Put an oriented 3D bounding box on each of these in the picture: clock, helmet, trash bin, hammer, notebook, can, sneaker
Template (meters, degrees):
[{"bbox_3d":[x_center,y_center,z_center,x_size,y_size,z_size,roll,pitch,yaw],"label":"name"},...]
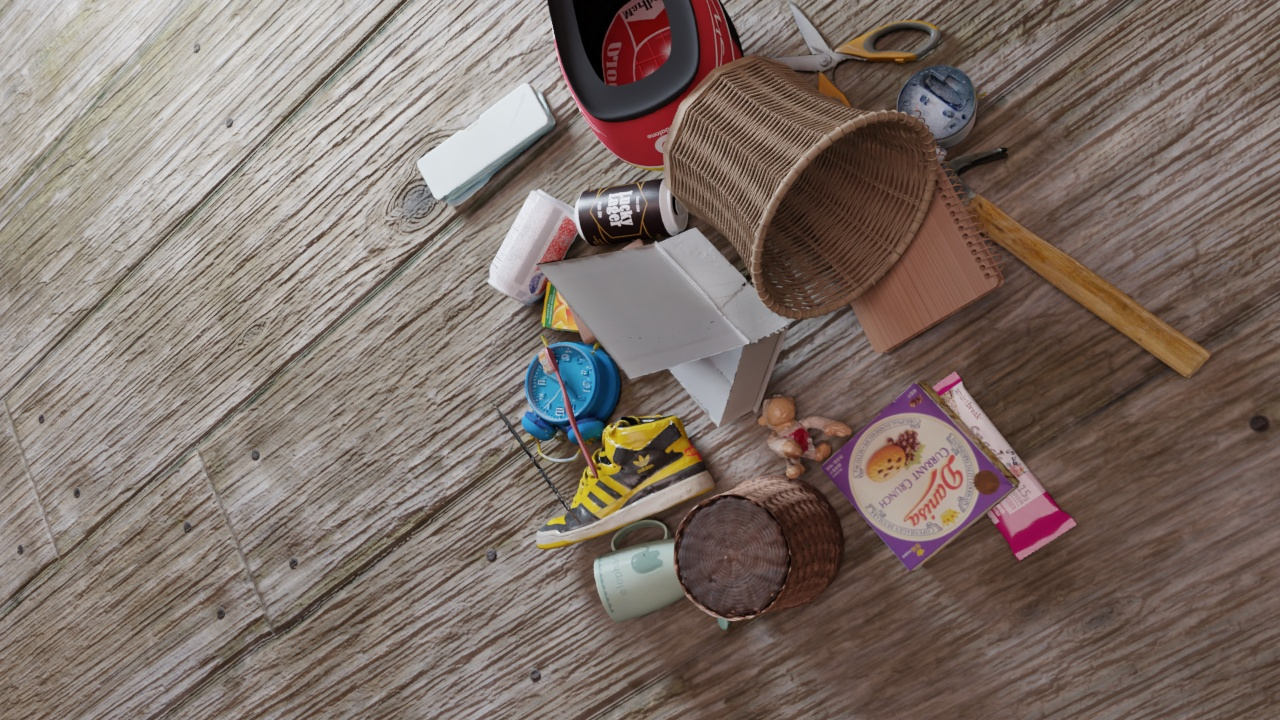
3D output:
[{"bbox_3d":[-0.090,0.049,1.153,0.117,0.060,0.161,2,81,23],"label":"clock"},{"bbox_3d":[0.013,-0.353,1.056,0.198,0.224,0.271,-19,90,19],"label":"helmet"},{"bbox_3d":[0.120,0.199,0.966,0.151,0.210,0.151,-3,83,24],"label":"trash bin"},{"bbox_3d":[0.434,-0.099,0.956,0.330,0.033,0.132,42,101,21],"label":"hammer"},{"bbox_3d":[0.280,-0.137,0.997,0.170,0.022,0.210,-36,70,40],"label":"notebook"},{"bbox_3d":[0.317,-0.264,1.008,0.083,0.057,0.118,45,103,20],"label":"clock"},{"bbox_3d":[-0.012,-0.183,1.136,0.129,0.071,0.072,-4,83,23],"label":"can"},{"bbox_3d":[-0.038,0.141,1.108,0.239,0.086,0.122,-23,82,16],"label":"sneaker"},{"bbox_3d":[-0.136,-0.146,1.184,0.078,0.078,0.136,33,98,23],"label":"can"}]

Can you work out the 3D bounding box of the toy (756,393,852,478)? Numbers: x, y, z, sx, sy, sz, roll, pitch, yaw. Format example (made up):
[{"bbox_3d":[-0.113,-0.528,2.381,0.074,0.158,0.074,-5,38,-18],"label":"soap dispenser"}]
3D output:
[{"bbox_3d":[0.176,0.074,1.037,0.085,0.074,0.106,-26,49,-12],"label":"toy"}]

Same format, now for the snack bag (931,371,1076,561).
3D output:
[{"bbox_3d":[0.366,0.109,0.972,0.070,0.016,0.196,-38,71,15],"label":"snack bag"}]

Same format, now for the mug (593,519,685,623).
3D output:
[{"bbox_3d":[0.006,0.242,1.089,0.104,0.084,0.111,-21,51,10],"label":"mug"}]

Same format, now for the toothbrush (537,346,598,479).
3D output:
[{"bbox_3d":[-0.085,0.062,1.097,0.016,0.015,0.184,-34,63,19],"label":"toothbrush"}]

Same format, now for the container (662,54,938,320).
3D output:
[{"bbox_3d":[0.153,-0.190,0.953,0.227,0.226,0.196,-51,50,11],"label":"container"}]

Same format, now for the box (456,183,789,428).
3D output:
[{"bbox_3d":[0.024,-0.061,0.918,0.149,0.412,0.167,-45,62,8],"label":"box"}]

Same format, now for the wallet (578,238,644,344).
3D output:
[{"bbox_3d":[-0.034,-0.084,1.122,0.121,0.013,0.087,-30,70,16],"label":"wallet"}]

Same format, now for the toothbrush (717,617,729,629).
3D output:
[{"bbox_3d":[0.086,0.249,1.084,0.022,0.017,0.135,-18,75,22],"label":"toothbrush"}]

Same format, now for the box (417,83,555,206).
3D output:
[{"bbox_3d":[-0.208,-0.291,1.246,0.199,0.070,0.085,-32,54,16],"label":"box"}]

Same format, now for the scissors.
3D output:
[{"bbox_3d":[0.241,-0.346,1.072,0.226,0.016,0.225,-26,73,20],"label":"scissors"}]

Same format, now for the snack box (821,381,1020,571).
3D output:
[{"bbox_3d":[0.295,0.122,0.977,0.144,0.040,0.148,-48,68,22],"label":"snack box"}]
